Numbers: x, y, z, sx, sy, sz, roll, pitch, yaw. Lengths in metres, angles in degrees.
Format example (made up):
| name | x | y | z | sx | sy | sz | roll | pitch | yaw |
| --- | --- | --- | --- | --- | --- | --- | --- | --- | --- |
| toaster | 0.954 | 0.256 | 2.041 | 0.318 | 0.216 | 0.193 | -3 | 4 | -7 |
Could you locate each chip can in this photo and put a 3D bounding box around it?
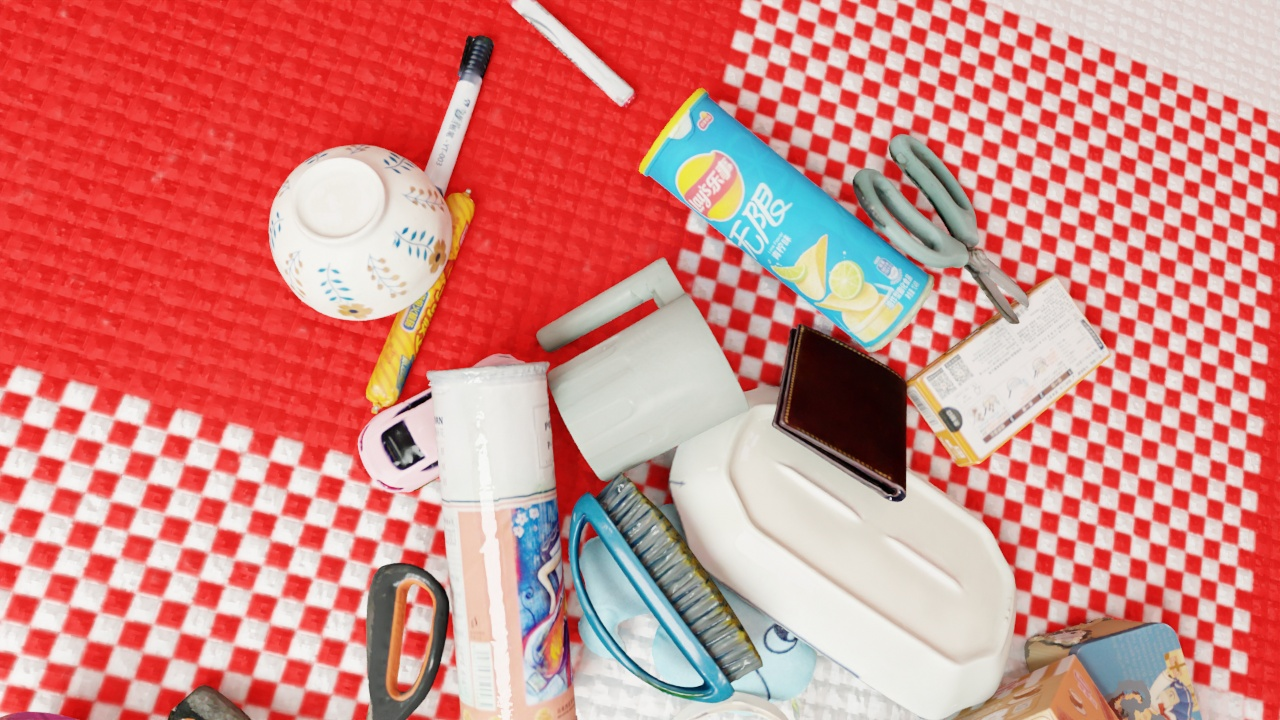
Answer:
| name | x | y | z | sx | sy | sz | roll | pitch | yaw |
| --- | --- | --- | --- | --- | --- | --- | --- | --- | --- |
| chip can | -0.080 | 0.110 | 0.536 | 0.071 | 0.071 | 0.214 | -5 | 90 | -14 |
| chip can | 0.102 | -0.097 | 0.643 | 0.210 | 0.071 | 0.071 | 38 | 72 | -3 |

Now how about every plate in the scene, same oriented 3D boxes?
| name | x | y | z | sx | sy | sz | roll | pitch | yaw |
| --- | --- | --- | --- | --- | --- | --- | --- | --- | --- |
| plate | 0.144 | 0.114 | 0.598 | 0.265 | 0.034 | 0.161 | 35 | 52 | -3 |

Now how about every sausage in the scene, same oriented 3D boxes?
| name | x | y | z | sx | sy | sz | roll | pitch | yaw |
| --- | --- | --- | --- | --- | --- | --- | --- | --- | --- |
| sausage | -0.143 | -0.042 | 0.601 | 0.021 | 0.021 | 0.165 | 21 | 75 | -8 |

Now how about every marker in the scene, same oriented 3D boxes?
| name | x | y | z | sx | sy | sz | roll | pitch | yaw |
| --- | --- | --- | --- | --- | --- | --- | --- | --- | --- |
| marker | -0.128 | -0.167 | 0.634 | 0.022 | 0.018 | 0.130 | 18 | 74 | -8 |
| marker | -0.059 | -0.236 | 0.665 | 0.145 | 0.017 | 0.017 | 43 | 72 | -1 |

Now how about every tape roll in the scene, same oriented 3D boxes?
| name | x | y | z | sx | sy | sz | roll | pitch | yaw |
| --- | --- | --- | --- | --- | --- | --- | --- | --- | --- |
| tape roll | 0.055 | 0.245 | 0.567 | 0.086 | 0.014 | 0.086 | -1 | 107 | -2 |

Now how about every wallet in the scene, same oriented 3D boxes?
| name | x | y | z | sx | sy | sz | roll | pitch | yaw |
| --- | --- | --- | --- | --- | --- | --- | --- | --- | --- |
| wallet | 0.137 | 0.030 | 0.615 | 0.096 | 0.020 | 0.122 | 29 | 36 | -4 |

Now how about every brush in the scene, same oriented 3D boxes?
| name | x | y | z | sx | sy | sz | roll | pitch | yaw |
| --- | --- | --- | --- | --- | --- | --- | --- | --- | --- |
| brush | 0.005 | 0.140 | 0.538 | 0.073 | 0.055 | 0.144 | -36 | 80 | -10 |

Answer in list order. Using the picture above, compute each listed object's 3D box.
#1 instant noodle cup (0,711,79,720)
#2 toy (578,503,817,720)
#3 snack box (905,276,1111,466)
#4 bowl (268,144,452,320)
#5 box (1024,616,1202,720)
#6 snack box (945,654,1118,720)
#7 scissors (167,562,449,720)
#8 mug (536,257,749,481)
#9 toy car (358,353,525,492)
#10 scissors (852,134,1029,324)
| name | x | y | z | sx | sy | sz | roll | pitch | yaw |
| --- | --- | --- | --- | --- | --- | --- | --- | --- | --- |
| instant noodle cup | -0.309 | 0.250 | 0.459 | 0.111 | 0.112 | 0.099 | 36 | 81 | -3 |
| toy | 0.046 | 0.164 | 0.586 | 0.161 | 0.050 | 0.156 | -24 | 82 | -13 |
| snack box | 0.275 | 0.007 | 0.685 | 0.153 | 0.026 | 0.075 | -33 | 86 | -18 |
| bowl | -0.178 | -0.087 | 0.569 | 0.113 | 0.062 | 0.113 | 0 | 75 | -1 |
| box | 0.333 | 0.272 | 0.623 | 0.089 | 0.062 | 0.184 | -12 | 79 | -15 |
| snack box | 0.242 | 0.248 | 0.565 | 0.094 | 0.093 | 0.077 | -9 | 64 | -56 |
| scissors | -0.164 | 0.219 | 0.489 | 0.221 | 0.022 | 0.233 | 4 | 71 | 16 |
| mug | -0.003 | 0.003 | 0.588 | 0.103 | 0.084 | 0.124 | -29 | 58 | 1 |
| toy car | -0.118 | 0.038 | 0.582 | 0.122 | 0.037 | 0.056 | -29 | 87 | -18 |
| scissors | 0.213 | -0.091 | 0.659 | 0.171 | 0.019 | 0.176 | -13 | 70 | -44 |
